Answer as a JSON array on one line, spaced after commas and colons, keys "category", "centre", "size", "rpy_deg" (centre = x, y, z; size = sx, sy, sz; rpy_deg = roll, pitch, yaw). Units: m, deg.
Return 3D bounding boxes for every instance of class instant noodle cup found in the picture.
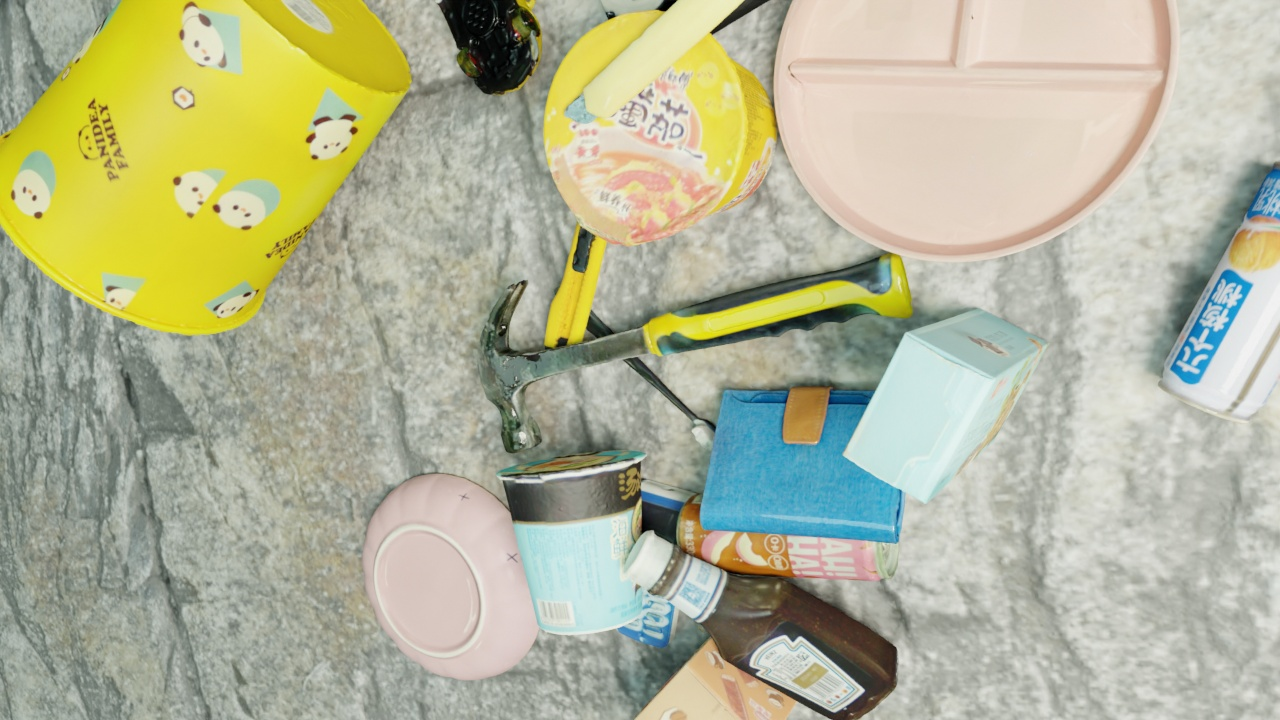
[{"category": "instant noodle cup", "centre": [0.022, -0.150, 0.605], "size": [0.138, 0.109, 0.138], "rpy_deg": [5, 101, 25]}, {"category": "instant noodle cup", "centre": [-0.043, 0.134, 0.681], "size": [0.111, 0.111, 0.120], "rpy_deg": [-7, 91, 28]}]

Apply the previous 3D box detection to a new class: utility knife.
[{"category": "utility knife", "centre": [0.015, -0.188, 0.529], "size": [0.168, 0.018, 0.031], "rpy_deg": [-33, 79, 25]}, {"category": "utility knife", "centre": [-0.041, -0.091, 0.692], "size": [0.033, 0.015, 0.209], "rpy_deg": [20, 105, 22]}]

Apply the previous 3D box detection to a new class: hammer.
[{"category": "hammer", "centre": [0.025, -0.022, 0.653], "size": [0.324, 0.031, 0.126], "rpy_deg": [-13, 98, 22]}]

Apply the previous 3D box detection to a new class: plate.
[{"category": "plate", "centre": [-0.176, 0.197, 0.809], "size": [0.193, 0.039, 0.192], "rpy_deg": [5, 102, 26]}, {"category": "plate", "centre": [0.195, -0.175, 0.559], "size": [0.230, 0.028, 0.229], "rpy_deg": [5, 102, 25]}]

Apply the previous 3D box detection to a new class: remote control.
[{"category": "remote control", "centre": [0.012, 0.158, 0.715], "size": [0.049, 0.024, 0.125], "rpy_deg": [13, 101, 25]}]

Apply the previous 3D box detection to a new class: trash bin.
[{"category": "trash bin", "centre": [-0.331, -0.187, 0.723], "size": [0.256, 0.229, 0.229], "rpy_deg": [-41, 80, 21]}]

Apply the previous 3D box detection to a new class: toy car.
[{"category": "toy car", "centre": [-0.121, -0.273, 0.692], "size": [0.071, 0.041, 0.156], "rpy_deg": [-27, 85, 28]}]

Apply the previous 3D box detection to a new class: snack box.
[{"category": "snack box", "centre": [0.053, 0.258, 0.674], "size": [0.077, 0.094, 0.093], "rpy_deg": [43, 115, 14]}, {"category": "snack box", "centre": [0.179, 0.019, 0.521], "size": [0.051, 0.174, 0.074], "rpy_deg": [32, 113, 24]}]

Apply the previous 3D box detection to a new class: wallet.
[{"category": "wallet", "centre": [0.111, 0.068, 0.616], "size": [0.133, 0.040, 0.106], "rpy_deg": [0, 58, 25]}]

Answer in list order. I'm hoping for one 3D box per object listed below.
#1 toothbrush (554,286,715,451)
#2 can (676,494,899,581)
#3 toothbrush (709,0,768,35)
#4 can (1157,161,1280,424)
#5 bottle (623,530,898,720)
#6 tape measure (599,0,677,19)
[{"category": "toothbrush", "centre": [-0.004, 0.004, 0.701], "size": [0.181, 0.018, 0.016], "rpy_deg": [44, 123, 15]}, {"category": "can", "centre": [0.102, 0.123, 0.645], "size": [0.147, 0.057, 0.058], "rpy_deg": [-4, 98, 27]}, {"category": "toothbrush", "centre": [0.025, -0.224, 0.636], "size": [0.213, 0.027, 0.026], "rpy_deg": [-24, 133, 28]}, {"category": "can", "centre": [0.338, -0.035, 0.498], "size": [0.053, 0.053, 0.135], "rpy_deg": [26, 110, 20]}, {"category": "bottle", "centre": [0.079, 0.181, 0.635], "size": [0.195, 0.043, 0.080], "rpy_deg": [31, 127, -4]}, {"category": "tape measure", "centre": [0.001, -0.266, 0.637], "size": [0.066, 0.033, 0.066], "rpy_deg": [-26, 88, 26]}]
